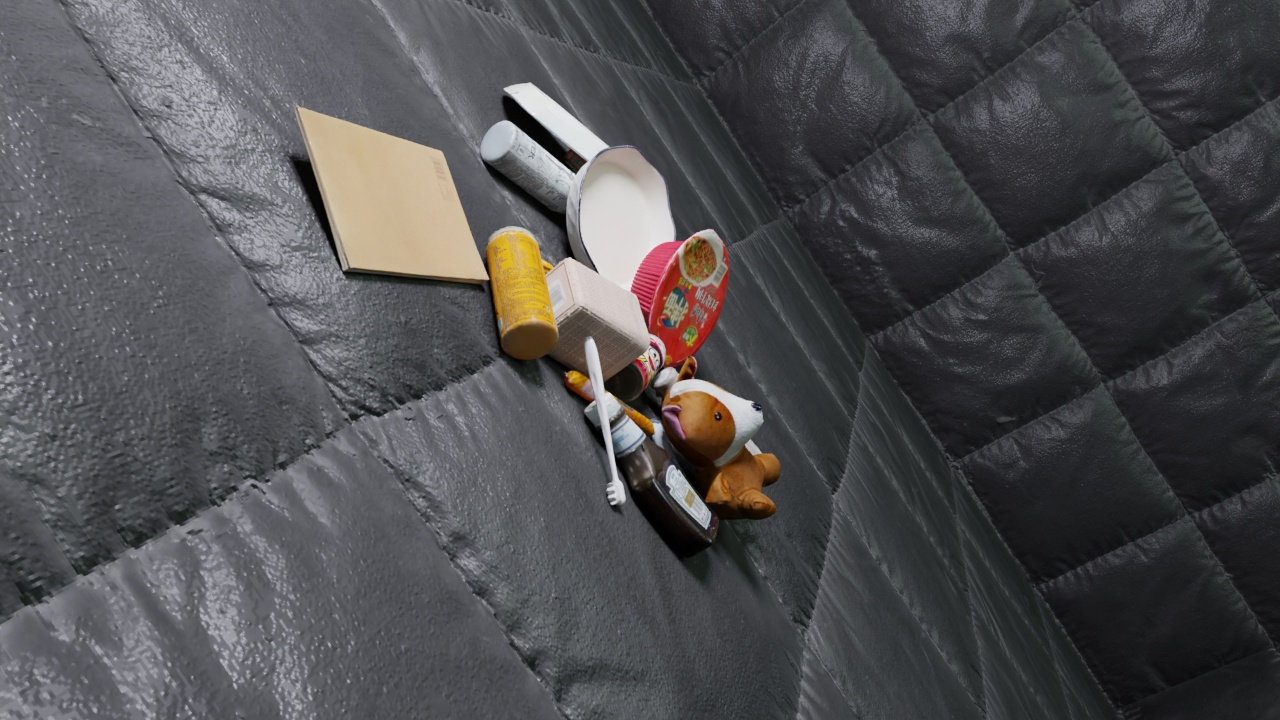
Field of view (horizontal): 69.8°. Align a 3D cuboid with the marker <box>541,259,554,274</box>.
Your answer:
[{"bbox_3d":[-0.101,-0.105,1.118,0.123,0.015,0.018,23,42,-59],"label":"marker"}]

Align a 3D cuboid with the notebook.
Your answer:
[{"bbox_3d":[-0.225,-0.147,0.861,0.211,0.012,0.149,-5,74,-67],"label":"notebook"}]

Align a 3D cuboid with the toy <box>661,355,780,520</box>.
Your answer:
[{"bbox_3d":[0.095,0.097,1.079,0.199,0.131,0.139,55,23,-16],"label":"toy"}]

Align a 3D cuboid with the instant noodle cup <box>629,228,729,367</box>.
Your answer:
[{"bbox_3d":[0.046,-0.091,1.249,0.066,0.194,0.193,23,3,30],"label":"instant noodle cup"}]

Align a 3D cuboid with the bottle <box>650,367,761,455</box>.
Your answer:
[{"bbox_3d":[0.084,0.087,1.173,0.189,0.068,0.067,49,22,-20],"label":"bottle"}]

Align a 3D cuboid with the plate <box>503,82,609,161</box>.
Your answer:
[{"bbox_3d":[-0.086,-0.326,1.356,0.265,0.034,0.162,36,11,-21],"label":"plate"}]

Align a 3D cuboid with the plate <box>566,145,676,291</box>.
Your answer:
[{"bbox_3d":[-0.029,-0.186,1.242,0.204,0.046,0.205,2,87,-51],"label":"plate"}]

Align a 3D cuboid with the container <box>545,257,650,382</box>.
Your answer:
[{"bbox_3d":[-0.064,-0.044,1.010,0.111,0.090,0.090,31,32,-43],"label":"container"}]

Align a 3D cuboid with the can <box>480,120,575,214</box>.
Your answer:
[{"bbox_3d":[-0.138,-0.247,1.185,0.146,0.058,0.058,31,32,-49],"label":"can"}]

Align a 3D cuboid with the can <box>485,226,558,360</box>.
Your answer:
[{"bbox_3d":[-0.124,-0.071,0.950,0.058,0.058,0.145,35,29,-44],"label":"can"}]

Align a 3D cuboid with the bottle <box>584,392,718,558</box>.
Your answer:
[{"bbox_3d":[0.011,0.120,0.994,0.195,0.044,0.079,52,20,-8],"label":"bottle"}]

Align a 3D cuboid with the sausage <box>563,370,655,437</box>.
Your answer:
[{"bbox_3d":[-0.032,0.051,1.030,0.165,0.021,0.021,37,28,-43],"label":"sausage"}]

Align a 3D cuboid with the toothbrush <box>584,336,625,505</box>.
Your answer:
[{"bbox_3d":[-0.040,0.061,0.944,0.016,0.016,0.180,9,66,-55],"label":"toothbrush"}]

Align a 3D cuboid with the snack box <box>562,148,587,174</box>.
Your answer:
[{"bbox_3d":[-0.056,-0.261,1.370,0.077,0.027,0.155,31,14,-41],"label":"snack box"}]

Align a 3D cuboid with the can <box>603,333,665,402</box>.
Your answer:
[{"bbox_3d":[-0.007,0.006,1.108,0.053,0.053,0.132,55,20,-5],"label":"can"}]

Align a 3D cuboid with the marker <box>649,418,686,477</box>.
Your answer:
[{"bbox_3d":[0.040,0.128,1.086,0.130,0.018,0.022,64,1,18],"label":"marker"}]
